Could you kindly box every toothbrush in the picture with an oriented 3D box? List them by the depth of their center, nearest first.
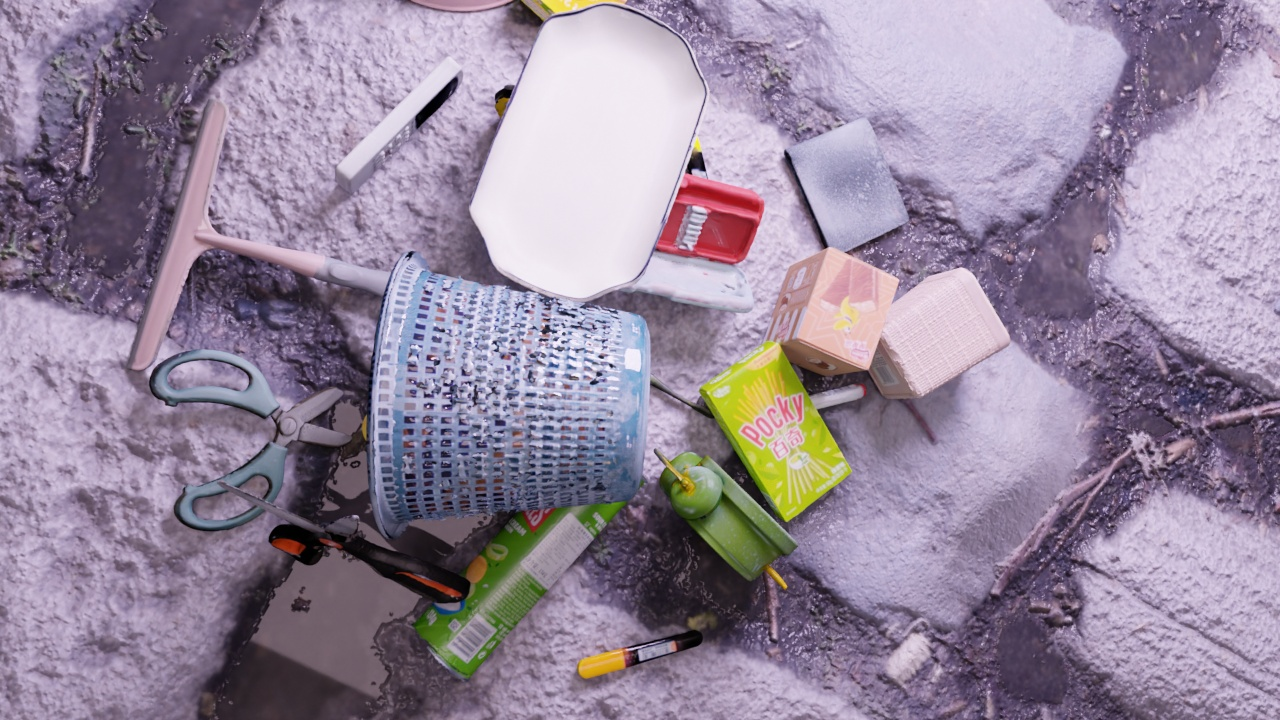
[{"bbox_3d":[-0.005,0.005,0.877,0.186,0.012,0.017,30,74,-9],"label":"toothbrush"}]

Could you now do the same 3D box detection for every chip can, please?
[{"bbox_3d":[-0.096,0.169,0.813,0.072,0.072,0.235,44,78,-7],"label":"chip can"}]

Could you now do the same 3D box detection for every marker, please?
[{"bbox_3d":[0.000,0.274,0.859,0.123,0.015,0.018,-10,90,-16],"label":"marker"},{"bbox_3d":[0.055,-0.190,0.905,0.018,0.015,0.124,-16,93,-13],"label":"marker"},{"bbox_3d":[0.157,0.045,0.909,0.145,0.017,0.017,-13,89,-14],"label":"marker"}]

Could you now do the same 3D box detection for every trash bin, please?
[{"bbox_3d":[-0.094,0.034,0.730,0.195,0.227,0.226,4,85,-3],"label":"trash bin"}]

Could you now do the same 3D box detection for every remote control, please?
[{"bbox_3d":[-0.214,-0.209,0.821,0.021,0.058,0.150,43,79,-9],"label":"remote control"}]

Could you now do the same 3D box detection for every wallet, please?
[{"bbox_3d":[0.211,-0.177,0.938,0.097,0.019,0.121,-25,93,-12],"label":"wallet"}]

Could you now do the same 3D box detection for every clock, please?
[{"bbox_3d":[0.071,0.134,0.835,0.161,0.116,0.056,45,88,-9],"label":"clock"}]

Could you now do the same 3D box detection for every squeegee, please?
[{"bbox_3d":[-0.290,-0.084,0.805,0.249,0.040,0.247,14,83,-12],"label":"squeegee"}]

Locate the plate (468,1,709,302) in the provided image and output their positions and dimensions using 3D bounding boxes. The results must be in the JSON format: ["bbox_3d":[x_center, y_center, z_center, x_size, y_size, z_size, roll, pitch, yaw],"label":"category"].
[{"bbox_3d":[-0.043,-0.178,0.796,0.162,0.034,0.265,21,82,-10],"label":"plate"}]

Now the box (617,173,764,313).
[{"bbox_3d":[0.016,-0.116,0.845,0.201,0.100,0.102,10,121,-13],"label":"box"}]

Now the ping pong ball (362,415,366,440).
[{"bbox_3d":[-0.224,0.059,0.808,0.040,0.040,0.040,1,86,-13],"label":"ping pong ball"}]

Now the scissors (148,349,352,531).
[{"bbox_3d":[-0.348,0.052,0.786,0.170,0.019,0.181,-39,101,-13],"label":"scissors"}]

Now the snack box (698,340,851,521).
[{"bbox_3d":[0.131,0.068,0.882,0.085,0.026,0.156,-34,104,-10],"label":"snack box"}]

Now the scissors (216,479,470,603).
[{"bbox_3d":[-0.230,0.147,0.714,0.220,0.234,0.021,29,62,-24],"label":"scissors"}]

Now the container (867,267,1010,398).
[{"bbox_3d":[0.281,-0.022,0.908,0.111,0.090,0.090,-32,94,-10],"label":"container"}]

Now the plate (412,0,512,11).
[{"bbox_3d":[-0.176,-0.445,0.862,0.229,0.028,0.229,1,85,-14],"label":"plate"}]

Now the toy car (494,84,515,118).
[{"bbox_3d":[-0.059,-0.219,0.851,0.155,0.071,0.041,9,81,-10],"label":"toy car"}]

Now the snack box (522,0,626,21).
[{"bbox_3d":[-0.046,-0.376,0.874,0.087,0.034,0.140,36,80,-26],"label":"snack box"}]

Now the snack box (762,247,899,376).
[{"bbox_3d":[0.180,-0.044,0.882,0.077,0.093,0.094,23,81,-11],"label":"snack box"}]
